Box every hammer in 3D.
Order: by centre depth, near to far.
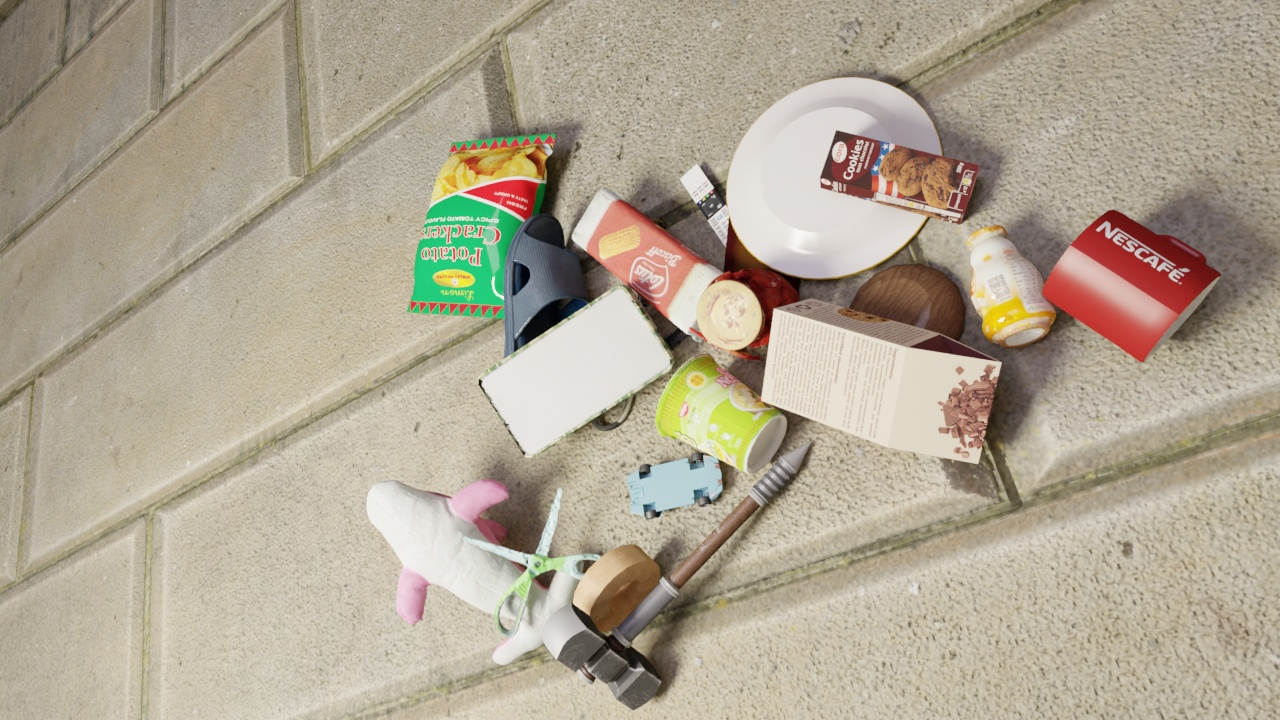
[{"bbox_3d":[0.057,0.199,0.916,0.322,0.156,0.043,-46,34,-2],"label":"hammer"}]

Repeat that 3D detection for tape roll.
[{"bbox_3d":[-0.024,0.237,0.954,0.027,0.094,0.094,39,98,37],"label":"tape roll"}]

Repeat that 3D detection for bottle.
[{"bbox_3d":[0.328,-0.068,0.827,0.063,0.063,0.108,-24,62,27],"label":"bottle"},{"bbox_3d":[0.107,-0.047,0.940,0.099,0.111,0.099,7,104,27],"label":"bottle"}]

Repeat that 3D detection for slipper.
[{"bbox_3d":[-0.109,-0.056,1.106,0.083,0.101,0.263,-4,76,35],"label":"slipper"}]

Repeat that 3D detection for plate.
[{"bbox_3d":[0.197,-0.197,0.963,0.230,0.021,0.229,-7,73,23],"label":"plate"}]

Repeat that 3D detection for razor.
[{"bbox_3d":[0.005,-0.116,1.094,0.043,0.026,0.105,-3,78,32],"label":"razor"}]

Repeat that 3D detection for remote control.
[{"bbox_3d":[0.085,-0.178,1.063,0.028,0.011,0.124,-40,57,18],"label":"remote control"}]

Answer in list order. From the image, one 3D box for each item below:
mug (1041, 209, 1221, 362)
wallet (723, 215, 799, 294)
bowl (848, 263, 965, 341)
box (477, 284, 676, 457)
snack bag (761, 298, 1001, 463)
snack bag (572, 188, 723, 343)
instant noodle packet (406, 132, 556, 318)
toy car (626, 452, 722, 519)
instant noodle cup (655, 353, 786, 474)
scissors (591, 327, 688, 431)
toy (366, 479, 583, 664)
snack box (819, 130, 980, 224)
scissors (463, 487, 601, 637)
[{"bbox_3d":[0.411,-0.070,0.758,0.116,0.081,0.096,-34,61,-25],"label":"mug"},{"bbox_3d":[0.134,-0.125,1.001,0.092,0.018,0.115,4,80,26],"label":"wallet"},{"bbox_3d":[0.252,-0.043,0.892,0.118,0.030,0.117,-12,69,32],"label":"bowl"},{"bbox_3d":[-0.071,0.013,1.034,0.206,0.050,0.117,-34,91,8],"label":"box"},{"bbox_3d":[0.222,0.017,0.847,0.206,0.069,0.094,20,114,37],"label":"snack bag"},{"bbox_3d":[0.010,-0.114,1.050,0.225,0.041,0.077,42,108,36],"label":"snack bag"},{"bbox_3d":[-0.215,-0.180,1.222,0.196,0.090,0.252,5,78,35],"label":"instant noodle packet"},{"bbox_3d":[0.040,0.136,0.985,0.108,0.027,0.060,-16,66,19],"label":"toy car"},{"bbox_3d":[0.087,0.059,0.941,0.108,0.099,0.099,31,94,30],"label":"instant noodle cup"},{"bbox_3d":[-0.001,0.021,1.061,0.170,0.012,0.132,-11,69,27],"label":"scissors"},{"bbox_3d":[-0.194,0.220,1.060,0.265,0.127,0.187,36,94,4],"label":"toy"},{"bbox_3d":[0.253,-0.180,0.902,0.141,0.031,0.051,18,86,15],"label":"snack box"},{"bbox_3d":[-0.111,0.221,1.003,0.172,0.021,0.171,20,89,-3],"label":"scissors"}]
